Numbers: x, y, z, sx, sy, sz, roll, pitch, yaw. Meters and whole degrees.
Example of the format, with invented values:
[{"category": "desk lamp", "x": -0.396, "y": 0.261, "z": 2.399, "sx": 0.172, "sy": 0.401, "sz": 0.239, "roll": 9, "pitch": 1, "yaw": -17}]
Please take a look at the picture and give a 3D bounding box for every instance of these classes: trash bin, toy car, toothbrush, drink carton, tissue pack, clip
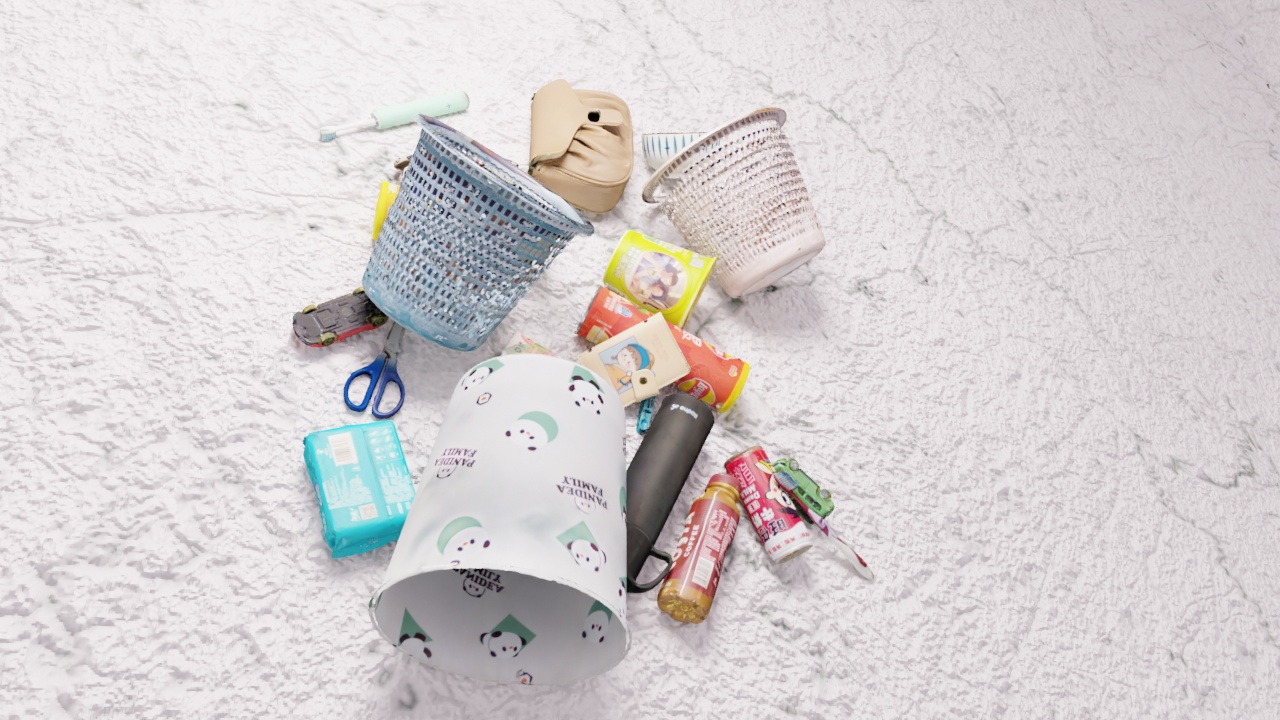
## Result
[{"category": "trash bin", "x": 0.144, "y": -0.201, "z": 1.253, "sx": 0.226, "sy": 0.228, "sz": 0.192, "roll": -25, "pitch": 83, "yaw": -35}, {"category": "toy car", "x": -0.335, "y": -0.046, "z": 1.024, "sx": 0.106, "sy": 0.031, "sz": 0.049, "roll": -26, "pitch": 71, "yaw": -37}, {"category": "toothbrush", "x": 0.221, "y": 0.195, "z": 1.086, "sx": 0.187, "sy": 0.017, "sz": 0.016, "roll": 47, "pitch": 31, "yaw": -14}, {"category": "drink carton", "x": -0.106, "y": 0.020, "z": 1.069, "sx": 0.122, "sy": 0.054, "sz": 0.045, "roll": 29, "pitch": 50, "yaw": -5}, {"category": "toothbrush", "x": -0.326, "y": -0.328, "z": 1.228, "sx": 0.223, "sy": 0.027, "sz": 0.026, "roll": -26, "pitch": 58, "yaw": -36}, {"category": "trash bin", "x": -0.113, "y": 0.146, "z": 0.881, "sx": 0.229, "sy": 0.230, "sz": 0.251, "roll": 18, "pitch": 46, "yaw": -13}, {"category": "tissue pack", "x": -0.278, "y": 0.126, "z": 0.918, "sx": 0.093, "sy": 0.050, "sz": 0.133, "roll": -9, "pitch": 62, "yaw": -31}, {"category": "trash bin", "x": -0.196, "y": -0.127, "z": 1.013, "sx": 0.226, "sy": 0.195, "sz": 0.226, "roll": 33, "pitch": 11, "yaw": -7}, {"category": "clip", "x": 0.006, "y": 0.063, "z": 1.114, "sx": 0.014, "sy": 0.039, "sz": 0.055, "roll": 20, "pitch": 60, "yaw": -10}, {"category": "toy car", "x": 0.193, "y": 0.159, "z": 1.117, "sx": 0.091, "sy": 0.043, "sz": 0.036, "roll": 46, "pitch": 51, "yaw": 11}]

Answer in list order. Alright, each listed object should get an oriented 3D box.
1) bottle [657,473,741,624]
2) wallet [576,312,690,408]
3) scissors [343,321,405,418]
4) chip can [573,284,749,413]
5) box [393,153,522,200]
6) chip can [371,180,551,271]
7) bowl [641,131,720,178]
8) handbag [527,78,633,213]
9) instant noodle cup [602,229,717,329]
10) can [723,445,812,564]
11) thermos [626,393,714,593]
[{"category": "bottle", "x": 0.072, "y": 0.204, "z": 1.021, "sx": 0.057, "sy": 0.058, "sz": 0.174, "roll": 29, "pitch": 50, "yaw": -4}, {"category": "wallet", "x": -0.007, "y": 0.006, "z": 1.099, "sx": 0.115, "sy": 0.024, "sz": 0.087, "roll": -27, "pitch": 92, "yaw": 1}, {"category": "scissors", "x": -0.294, "y": -0.011, "z": 1.033, "sx": 0.107, "sy": 0.012, "sz": 0.174, "roll": -2, "pitch": 57, "yaw": -26}, {"category": "chip can", "x": 0.027, "y": -0.015, "z": 1.145, "sx": 0.216, "sy": 0.073, "sz": 0.073, "roll": 28, "pitch": 50, "yaw": -3}, {"category": "box", "x": -0.238, "y": -0.241, "z": 1.196, "sx": 0.162, "sy": 0.076, "sz": 0.088, "roll": -3, "pitch": 35, "yaw": -23}, {"category": "chip can", "x": -0.219, "y": -0.163, "z": 1.135, "sx": 0.213, "sy": 0.072, "sz": 0.072, "roll": 10, "pitch": 54, "yaw": -20}, {"category": "bowl", "x": 0.060, "y": -0.302, "z": 1.349, "sx": 0.116, "sy": 0.116, "sz": 0.066, "roll": -10, "pitch": 106, "yaw": -30}, {"category": "handbag", "x": -0.081, "y": -0.307, "z": 1.279, "sx": 0.147, "sy": 0.100, "sz": 0.204, "roll": 9, "pitch": 51, "yaw": -16}, {"category": "instant noodle cup", "x": 0.021, "y": -0.110, "z": 1.191, "sx": 0.123, "sy": 0.112, "sz": 0.111, "roll": 27, "pitch": 50, "yaw": 4}, {"category": "can", "x": 0.150, "y": 0.170, "z": 1.083, "sx": 0.053, "sy": 0.053, "sz": 0.132, "roll": -12, "pitch": 63, "yaw": -31}, {"category": "thermos", "x": 0.020, "y": 0.150, "z": 1.029, "sx": 0.090, "sy": 0.069, "sz": 0.241, "roll": 27, "pitch": 51, "yaw": 3}]
